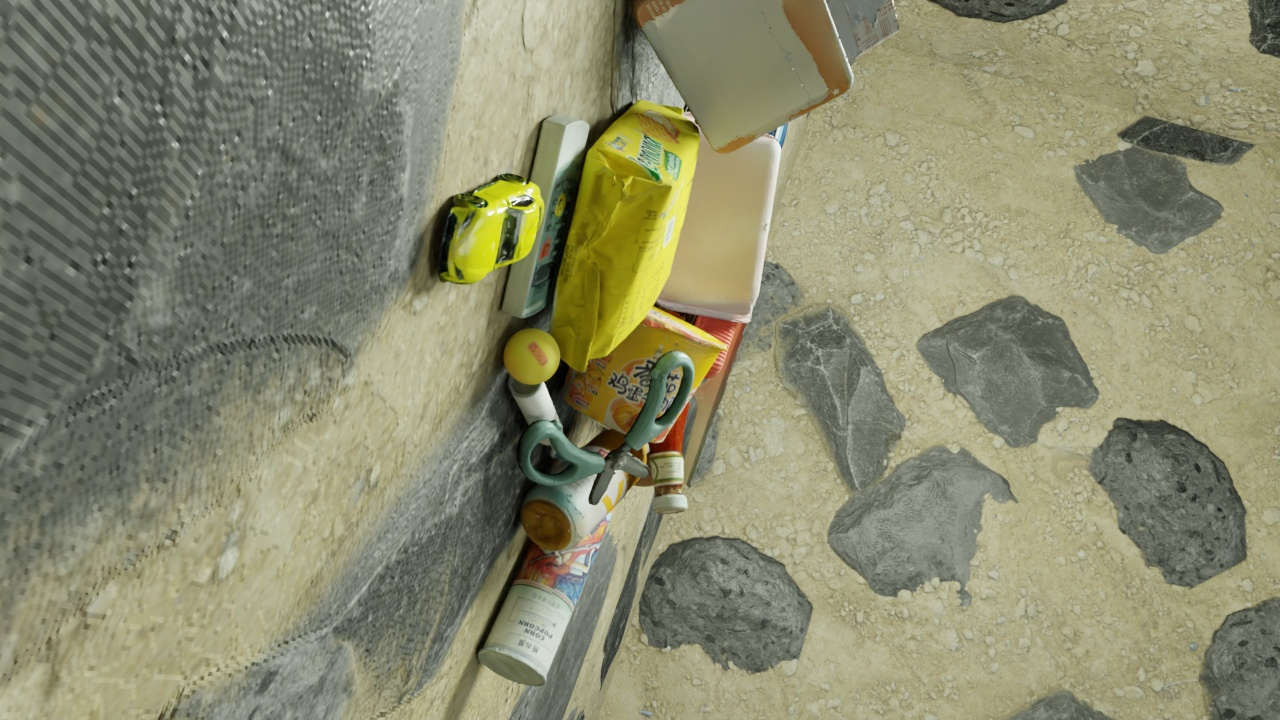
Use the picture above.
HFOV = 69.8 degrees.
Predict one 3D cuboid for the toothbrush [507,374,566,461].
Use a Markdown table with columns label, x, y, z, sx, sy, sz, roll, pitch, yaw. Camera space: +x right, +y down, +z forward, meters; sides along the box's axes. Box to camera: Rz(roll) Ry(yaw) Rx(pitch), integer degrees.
| label | x | y | z | sx | sy | sz | roll | pitch | yaw |
| --- | --- | --- | --- | --- | --- | --- | --- | --- | --- |
| toothbrush | -0.083 | 0.054 | 0.786 | 0.026 | 0.026 | 0.221 | -57 | 167 | -17 |

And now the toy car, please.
| label | x | y | z | sx | sy | sz | roll | pitch | yaw |
| --- | --- | --- | --- | --- | --- | --- | --- | --- | --- |
| toy car | -0.081 | -0.073 | 0.519 | 0.105 | 0.032 | 0.048 | -51 | 158 | -63 |

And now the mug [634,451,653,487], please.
| label | x | y | z | sx | sy | sz | roll | pitch | yaw |
| --- | --- | --- | --- | --- | --- | --- | --- | --- | --- |
| mug | -0.006 | 0.106 | 1.197 | 0.125 | 0.084 | 0.103 | -34 | -159 | 40 |

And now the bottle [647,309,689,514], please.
| label | x | y | z | sx | sy | sz | roll | pitch | yaw |
| --- | --- | --- | --- | --- | --- | --- | --- | --- | --- |
| bottle | 0.022 | 0.052 | 0.937 | 0.060 | 0.060 | 0.206 | 76 | 9 | -74 |

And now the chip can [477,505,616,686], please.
| label | x | y | z | sx | sy | sz | roll | pitch | yaw |
| --- | --- | --- | --- | --- | --- | --- | --- | --- | --- |
| chip can | -0.089 | 0.217 | 0.940 | 0.071 | 0.071 | 0.214 | 97 | 14 | -53 |

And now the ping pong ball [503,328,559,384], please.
| label | x | y | z | sx | sy | sz | roll | pitch | yaw |
| --- | --- | --- | --- | --- | --- | --- | --- | --- | --- |
| ping pong ball | -0.077 | -0.003 | 0.653 | 0.040 | 0.040 | 0.040 | 20 | 89 | -81 |

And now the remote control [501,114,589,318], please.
| label | x | y | z | sx | sy | sz | roll | pitch | yaw |
| --- | --- | --- | --- | --- | --- | --- | --- | --- | --- |
| remote control | -0.063 | -0.097 | 0.619 | 0.056 | 0.019 | 0.135 | -45 | 153 | -71 |

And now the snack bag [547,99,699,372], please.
| label | x | y | z | sx | sy | sz | roll | pitch | yaw |
| --- | --- | --- | --- | --- | --- | --- | --- | --- | --- |
| snack bag | -0.007 | -0.109 | 0.730 | 0.245 | 0.068 | 0.158 | -66 | 170 | -62 |

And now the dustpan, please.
| label | x | y | z | sx | sy | sz | roll | pitch | yaw |
| --- | --- | --- | --- | --- | --- | --- | --- | --- | --- |
| dustpan | 0.072 | -0.158 | 1.001 | 0.273 | 0.139 | 0.222 | -28 | 126 | -84 |

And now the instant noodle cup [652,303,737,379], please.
| label | x | y | z | sx | sy | sz | roll | pitch | yaw |
| --- | --- | --- | --- | --- | --- | --- | --- | --- | --- |
| instant noodle cup | 0.061 | -0.040 | 1.152 | 0.165 | 0.079 | 0.188 | -10 | -122 | 69 |

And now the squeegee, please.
| label | x | y | z | sx | sy | sz | roll | pitch | yaw |
| --- | --- | --- | --- | --- | --- | --- | --- | --- | --- |
| squeegee | 0.053 | 0.008 | 1.284 | 0.246 | 0.039 | 0.247 | -123 | -134 | -62 |

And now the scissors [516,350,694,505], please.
| label | x | y | z | sx | sy | sz | roll | pitch | yaw |
| --- | --- | --- | --- | --- | --- | --- | --- | --- | --- |
| scissors | -0.032 | 0.061 | 0.770 | 0.178 | 0.019 | 0.171 | 2 | 126 | -44 |

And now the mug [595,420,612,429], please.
| label | x | y | z | sx | sy | sz | roll | pitch | yaw |
| --- | --- | --- | --- | --- | --- | --- | --- | --- | --- |
| mug | -0.001 | 0.028 | 1.031 | 0.115 | 0.082 | 0.105 | 67 | 38 | -52 |

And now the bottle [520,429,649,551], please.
| label | x | y | z | sx | sy | sz | roll | pitch | yaw |
| --- | --- | --- | --- | --- | --- | --- | --- | --- | --- |
| bottle | -0.045 | 0.118 | 0.917 | 0.189 | 0.068 | 0.068 | -39 | 148 | -54 |

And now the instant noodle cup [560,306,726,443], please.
| label | x | y | z | sx | sy | sz | roll | pitch | yaw |
| --- | --- | --- | --- | --- | --- | --- | --- | --- | --- |
| instant noodle cup | -0.005 | 0.005 | 0.857 | 0.110 | 0.138 | 0.138 | -64 | 172 | 7 |

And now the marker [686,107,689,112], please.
| label | x | y | z | sx | sy | sz | roll | pitch | yaw |
| --- | --- | --- | --- | --- | --- | --- | --- | --- | --- |
| marker | 0.052 | -0.266 | 1.015 | 0.018 | 0.015 | 0.124 | 44 | 62 | -82 |

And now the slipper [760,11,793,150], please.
| label | x | y | z | sx | sy | sz | roll | pitch | yaw |
| --- | --- | --- | --- | --- | --- | --- | --- | --- | --- |
| slipper | 0.130 | -0.349 | 1.092 | 0.095 | 0.105 | 0.253 | -23 | 131 | -42 |

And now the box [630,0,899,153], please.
| label | x | y | z | sx | sy | sz | roll | pitch | yaw |
| --- | --- | --- | --- | --- | --- | --- | --- | --- | --- |
| box | 0.089 | -0.300 | 0.751 | 0.183 | 0.193 | 0.156 | 51 | 12 | -49 |
